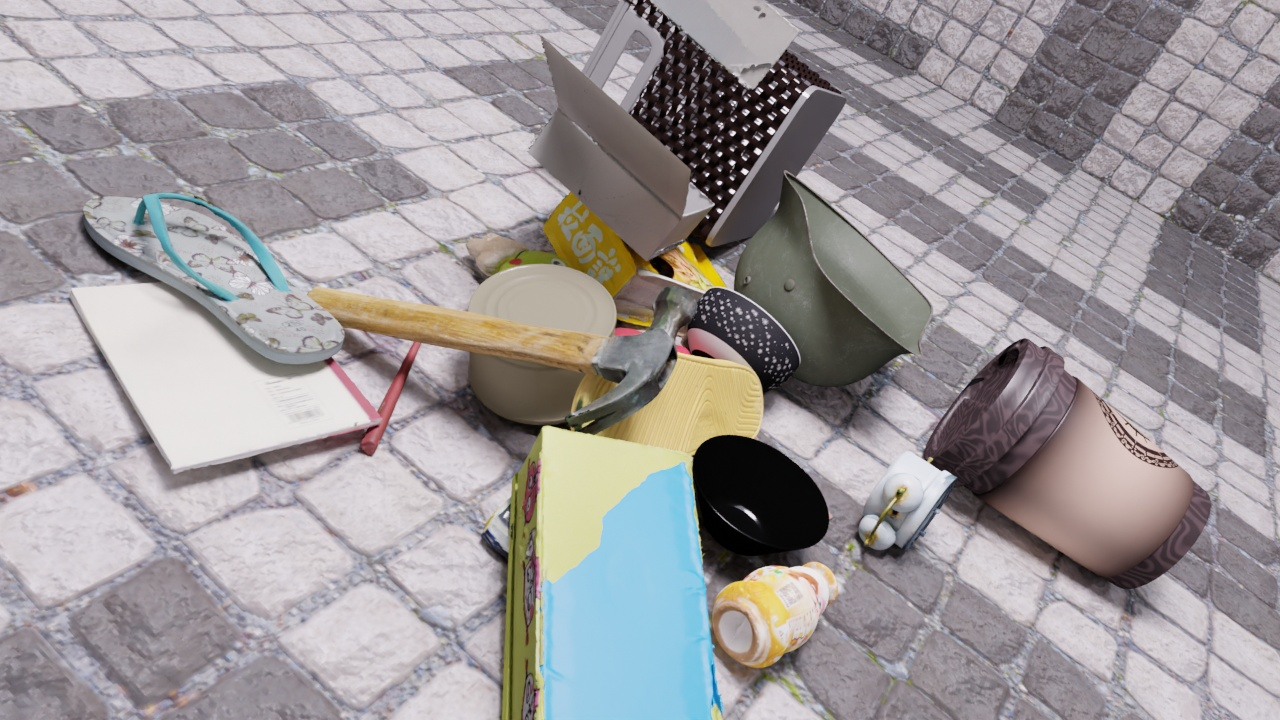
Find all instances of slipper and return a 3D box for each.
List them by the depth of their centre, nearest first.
[{"bbox_3d":[-0.339,-0.085,0.741,0.269,0.055,0.098,31,28,18],"label":"slipper"},{"bbox_3d":[0.016,0.040,0.788,0.079,0.099,0.262,1,0,37],"label":"slipper"}]

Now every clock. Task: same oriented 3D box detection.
[{"bbox_3d":[0.240,0.131,0.834,0.057,0.083,0.117,36,30,24],"label":"clock"}]

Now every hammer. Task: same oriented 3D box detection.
[{"bbox_3d":[-0.130,-0.020,0.713,0.331,0.033,0.132,10,56,23],"label":"hammer"}]

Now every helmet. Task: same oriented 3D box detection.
[{"bbox_3d":[0.191,-0.063,0.994,0.227,0.154,0.267,32,22,-29],"label":"helmet"}]

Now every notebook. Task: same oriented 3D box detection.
[{"bbox_3d":[-0.312,-0.002,0.690,0.152,0.012,0.209,-13,45,-44],"label":"notebook"}]

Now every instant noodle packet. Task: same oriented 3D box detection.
[{"bbox_3d":[0.023,-0.107,1.032,0.221,0.084,0.163,11,36,-42],"label":"instant noodle packet"}]

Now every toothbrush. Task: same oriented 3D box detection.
[{"bbox_3d":[-0.200,0.010,0.759,0.016,0.016,0.189,16,34,-8],"label":"toothbrush"}]

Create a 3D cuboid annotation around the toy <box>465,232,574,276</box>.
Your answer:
[{"bbox_3d":[-0.122,-0.095,0.933,0.118,0.043,0.092,34,35,14],"label":"toy"}]

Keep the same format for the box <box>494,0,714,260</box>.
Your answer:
[{"bbox_3d":[-0.029,-0.185,0.842,0.166,0.108,0.418,42,9,3],"label":"box"}]

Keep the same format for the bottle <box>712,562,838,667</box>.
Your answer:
[{"bbox_3d":[0.104,0.184,0.685,0.108,0.063,0.063,-11,48,-44],"label":"bottle"}]

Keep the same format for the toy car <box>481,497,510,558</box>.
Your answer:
[{"bbox_3d":[-0.076,0.111,0.692,0.048,0.033,0.105,30,32,8],"label":"toy car"}]

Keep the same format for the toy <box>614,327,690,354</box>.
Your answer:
[{"bbox_3d":[-0.005,0.005,0.872,0.135,0.045,0.091,-4,45,-30],"label":"toy"}]

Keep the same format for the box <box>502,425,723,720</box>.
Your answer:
[{"bbox_3d":[-0.022,0.159,0.594,0.124,0.079,0.220,11,49,-20],"label":"box"}]

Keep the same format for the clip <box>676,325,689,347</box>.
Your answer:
[{"bbox_3d":[0.067,-0.024,0.982,0.061,0.025,0.045,11,36,-29],"label":"clip"}]

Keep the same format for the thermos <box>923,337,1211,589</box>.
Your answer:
[{"bbox_3d":[0.431,0.109,0.930,0.226,0.173,0.172,38,34,6],"label":"thermos"}]

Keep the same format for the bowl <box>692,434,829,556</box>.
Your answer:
[{"bbox_3d":[0.090,0.125,0.766,0.124,0.053,0.123,18,34,-13],"label":"bowl"}]

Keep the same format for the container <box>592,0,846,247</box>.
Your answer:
[{"bbox_3d":[0.082,-0.310,1.164,0.243,0.248,0.245,39,23,11],"label":"container"}]

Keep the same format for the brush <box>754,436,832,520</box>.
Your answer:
[{"bbox_3d":[0.123,0.106,0.854,0.049,0.015,0.135,1,35,-31],"label":"brush"}]

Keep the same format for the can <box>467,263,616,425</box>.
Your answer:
[{"bbox_3d":[-0.085,-0.016,0.788,0.128,0.073,0.127,4,44,-4],"label":"can"}]

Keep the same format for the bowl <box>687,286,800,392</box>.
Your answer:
[{"bbox_3d":[0.092,-0.008,0.917,0.120,0.120,0.066,38,75,16],"label":"bowl"}]
